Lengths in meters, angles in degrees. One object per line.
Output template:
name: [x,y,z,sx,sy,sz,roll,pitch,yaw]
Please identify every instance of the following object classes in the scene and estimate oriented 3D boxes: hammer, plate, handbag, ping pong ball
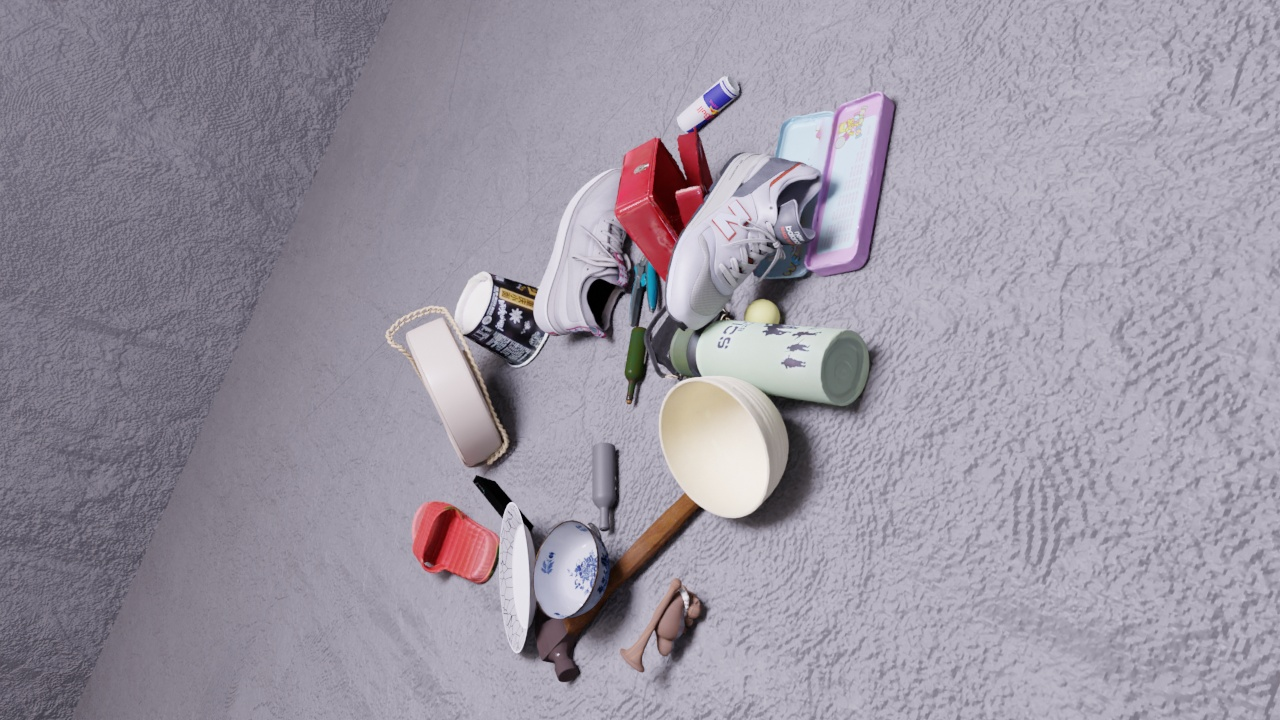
hammer: [-0.018,0.240,1.070,0.324,0.033,0.115,-48,41,21]
plate: [-0.156,0.279,1.185,0.189,0.016,0.188,180,90,-70]
handbag: [-0.287,0.046,1.384,0.103,0.209,0.210,-25,37,-11]
ping pong ball: [0.137,-0.049,1.033,0.040,0.040,0.040,-29,49,39]
handbag: [0.058,-0.034,1.116,0.128,0.054,0.079,-56,40,9]

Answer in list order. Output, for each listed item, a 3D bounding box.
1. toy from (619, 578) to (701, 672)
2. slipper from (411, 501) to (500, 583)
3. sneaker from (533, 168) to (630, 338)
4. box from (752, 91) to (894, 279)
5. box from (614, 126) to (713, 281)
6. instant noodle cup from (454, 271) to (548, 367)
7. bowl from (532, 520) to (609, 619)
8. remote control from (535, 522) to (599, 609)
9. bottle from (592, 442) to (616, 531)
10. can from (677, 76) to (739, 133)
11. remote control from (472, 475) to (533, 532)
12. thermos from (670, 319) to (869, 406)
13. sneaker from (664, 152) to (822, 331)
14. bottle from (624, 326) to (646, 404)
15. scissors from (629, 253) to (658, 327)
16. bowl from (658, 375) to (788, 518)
toy: [0.027,0.278,0.967,0.041,0.054,0.102,32,92,50]
slipper: [-0.297,0.269,1.383,0.249,0.059,0.103,11,79,52]
sneaker: [-0.053,-0.151,1.301,0.129,0.096,0.263,17,82,43]
box: [0.204,-0.195,1.039,0.151,0.035,0.214,-2,69,45]
box: [0.039,-0.189,1.127,0.110,0.134,0.157,-16,37,14]
instant noodle cup: [-0.218,-0.070,1.435,0.138,0.112,0.137,-28,50,40]
bowl: [-0.072,0.246,1.066,0.115,0.045,0.114,-24,55,39]
remote control: [-0.095,0.263,1.168,0.137,0.013,0.033,-54,36,17]
bottle: [-0.045,0.160,1.150,0.030,0.030,0.112,-31,48,38]
can: [0.094,-0.354,1.273,0.095,0.032,0.032,-34,46,36]
remote control: [-0.199,0.205,1.316,0.150,0.034,0.013,33,96,54]
thermos: [0.130,-0.002,0.981,0.232,0.082,0.082,7,76,51]
sneaker: [0.122,-0.136,0.997,0.124,0.089,0.239,5,61,41]
bottle: [-0.007,0.007,1.196,0.025,0.025,0.106,-15,58,47]
scissors: [0.008,-0.111,1.250,0.124,0.019,0.148,-59,30,15]
bowl: [0.097,0.080,0.955,0.151,0.075,0.151,23,124,40]
